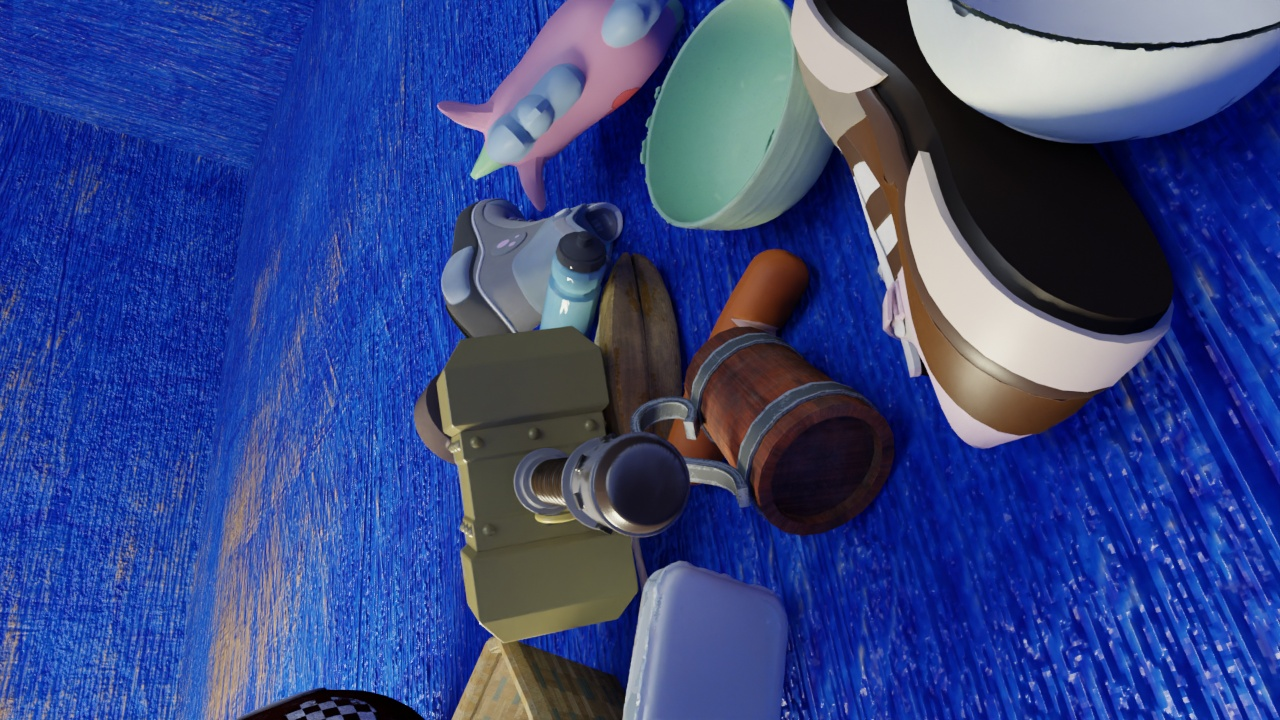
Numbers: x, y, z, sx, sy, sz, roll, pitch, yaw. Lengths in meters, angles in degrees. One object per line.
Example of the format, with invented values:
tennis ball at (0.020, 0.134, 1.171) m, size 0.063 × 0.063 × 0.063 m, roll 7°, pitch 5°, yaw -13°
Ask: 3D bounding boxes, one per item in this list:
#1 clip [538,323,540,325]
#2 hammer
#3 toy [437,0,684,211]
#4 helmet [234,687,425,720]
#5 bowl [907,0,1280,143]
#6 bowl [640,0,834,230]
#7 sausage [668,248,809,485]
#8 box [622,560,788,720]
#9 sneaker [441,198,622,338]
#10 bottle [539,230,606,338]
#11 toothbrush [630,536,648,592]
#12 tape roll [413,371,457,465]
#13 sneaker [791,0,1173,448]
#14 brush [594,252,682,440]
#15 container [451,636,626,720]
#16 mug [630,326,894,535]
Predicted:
clip at (-0.084, 0.043, 0.814) m, size 0.169 × 0.031 × 0.165 m, roll 50°, pitch 122°, yaw 55°
hammer at (-0.040, 0.065, 0.494) m, size 0.325 × 0.100 × 0.190 m, roll 156°, pitch 106°, yaw -73°
toy at (-0.053, -0.238, 0.758) m, size 0.223 × 0.120 × 0.170 m, roll -28°, pitch 22°, yaw 48°
helmet at (-0.280, 0.403, 0.771) m, size 0.234 × 0.253 × 0.233 m, roll 13°, pitch 104°, yaw 56°
bowl at (0.182, -0.141, 0.370) m, size 0.073 × 0.153 × 0.153 m, roll 80°, pitch 176°, yaw -50°
bowl at (0.073, -0.148, 0.586) m, size 0.151 × 0.077 × 0.150 m, roll -29°, pitch 54°, yaw 50°
sausage at (0.058, 0.005, 0.587) m, size 0.164 × 0.039 × 0.044 m, roll -66°, pitch 30°, yaw 16°
box at (0.010, 0.220, 0.482) m, size 0.130 × 0.105 × 0.210 m, roll -24°, pitch 48°, yaw 42°
sneaker at (-0.090, -0.111, 0.842) m, size 0.161 × 0.093 × 0.256 m, roll -30°, pitch 28°, yaw 14°
bottle at (-0.052, -0.047, 0.703) m, size 0.130 × 0.040 × 0.040 m, roll 107°, pitch 156°, yaw -47°
toothbrush at (0.011, 0.175, 0.620) m, size 0.018 × 0.015 × 0.181 m, roll -44°, pitch 43°, yaw 33°
tape roll at (-0.166, 0.054, 0.875) m, size 0.030 × 0.093 × 0.093 m, roll -46°, pitch 42°, yaw 39°
sneaker at (0.140, -0.082, 0.453) m, size 0.117 × 0.111 × 0.293 m, roll 107°, pitch 155°, yaw -46°
brush at (-0.004, 0.004, 0.667) m, size 0.043 × 0.059 × 0.195 m, roll 126°, pitch 148°, yaw -50°
container at (-0.115, 0.317, 0.601) m, size 0.157 × 0.186 × 0.250 m, roll 48°, pitch 119°, yaw 54°
mug at (0.059, 0.039, 0.508) m, size 0.111 × 0.117 × 0.081 m, roll -129°, pitch 22°, yaw -57°
